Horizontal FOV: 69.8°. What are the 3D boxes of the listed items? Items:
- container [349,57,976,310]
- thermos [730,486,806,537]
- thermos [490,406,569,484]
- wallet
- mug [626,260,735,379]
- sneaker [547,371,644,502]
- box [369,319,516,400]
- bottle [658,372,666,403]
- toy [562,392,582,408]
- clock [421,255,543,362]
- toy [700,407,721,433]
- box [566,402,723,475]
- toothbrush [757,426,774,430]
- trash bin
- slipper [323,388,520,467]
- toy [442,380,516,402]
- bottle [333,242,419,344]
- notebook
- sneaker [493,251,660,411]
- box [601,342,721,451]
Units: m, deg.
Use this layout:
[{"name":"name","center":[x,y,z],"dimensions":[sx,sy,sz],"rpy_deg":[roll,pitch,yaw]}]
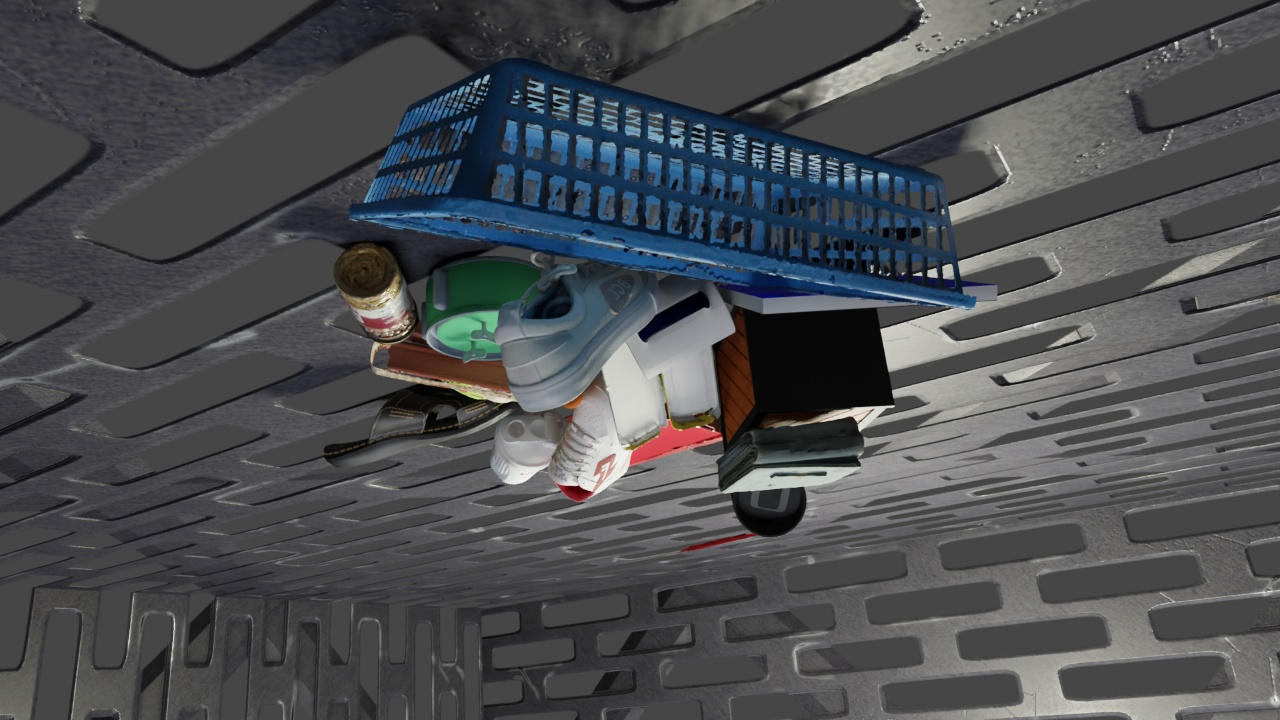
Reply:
[{"name":"container","center":[0.014,-0.107,0.613],"dimensions":[0.361,0.089,0.257],"rpy_deg":[7,-176,-29]},{"name":"thermos","center":[0.150,0.149,1.133],"dimensions":[0.082,0.082,0.240],"rpy_deg":[-6,-177,4]},{"name":"thermos","center":[-0.163,0.118,1.291],"dimensions":[0.099,0.099,0.221],"rpy_deg":[1,163,-15]},{"name":"wallet","center":[0.149,0.099,0.926],"dimensions":[0.131,0.054,0.101],"rpy_deg":[-1,150,-20]},{"name":"mug","center":[0.030,-0.039,0.862],"dimensions":[0.097,0.078,0.112],"rpy_deg":[-29,178,0]},{"name":"sneaker","center":[-0.068,0.111,1.153],"dimensions":[0.104,0.090,0.237],"rpy_deg":[-39,164,-27]},{"name":"box","center":[-0.179,-0.005,0.934],"dimensions":[0.187,0.082,0.042],"rpy_deg":[13,155,-11]},{"name":"bottle","center":[-0.006,0.006,1.042],"dimensions":[0.061,0.061,0.131],"rpy_deg":[-44,151,5]},{"name":"toy","center":[-0.097,0.002,1.025],"dimensions":[0.095,0.065,0.128],"rpy_deg":[4,154,1]},{"name":"clock","center":[-0.124,-0.043,0.880],"dimensions":[0.161,0.075,0.122],"rpy_deg":[3,158,-21]},{"name":"toy","center":[0.133,0.045,1.170],"dimensions":[0.179,0.078,0.153],"rpy_deg":[-9,154,7]},{"name":"box","center":[-0.002,0.096,1.314],"dimensions":[0.215,0.164,0.152],"rpy_deg":[-20,-161,38]},{"name":"toothbrush","center":[0.161,0.099,1.008],"dimensions":[0.017,0.016,0.189],"rpy_deg":[-22,155,15]},{"name":"trash bin","center":[0.169,0.013,1.005],"dimensions":[0.139,0.139,0.172],"rpy_deg":[-2,159,-7]},{"name":"slipper","center":[-0.271,0.068,1.149],"dimensions":[0.268,0.076,0.113],"rpy_deg":[-16,-176,2]},{"name":"toy","center":[-0.180,0.022,1.048],"dimensions":[0.115,0.046,0.092],"rpy_deg":[17,171,31]},{"name":"bottle","center":[-0.239,-0.059,0.837],"dimensions":[0.056,0.056,0.105],"rpy_deg":[-4,159,-4]},{"name":"notebook","center":[0.190,-0.064,0.858],"dimensions":[0.209,0.022,0.171],"rpy_deg":[-4,-171,-9]},{"name":"sneaker","center":[-0.050,-0.054,0.769],"dimensions":[0.090,0.091,0.241],"rpy_deg":[-12,-158,25]},{"name":"box","center":[0.021,0.011,0.990],"dimensions":[0.129,0.036,0.210],"rpy_deg":[-20,136,-9]}]
